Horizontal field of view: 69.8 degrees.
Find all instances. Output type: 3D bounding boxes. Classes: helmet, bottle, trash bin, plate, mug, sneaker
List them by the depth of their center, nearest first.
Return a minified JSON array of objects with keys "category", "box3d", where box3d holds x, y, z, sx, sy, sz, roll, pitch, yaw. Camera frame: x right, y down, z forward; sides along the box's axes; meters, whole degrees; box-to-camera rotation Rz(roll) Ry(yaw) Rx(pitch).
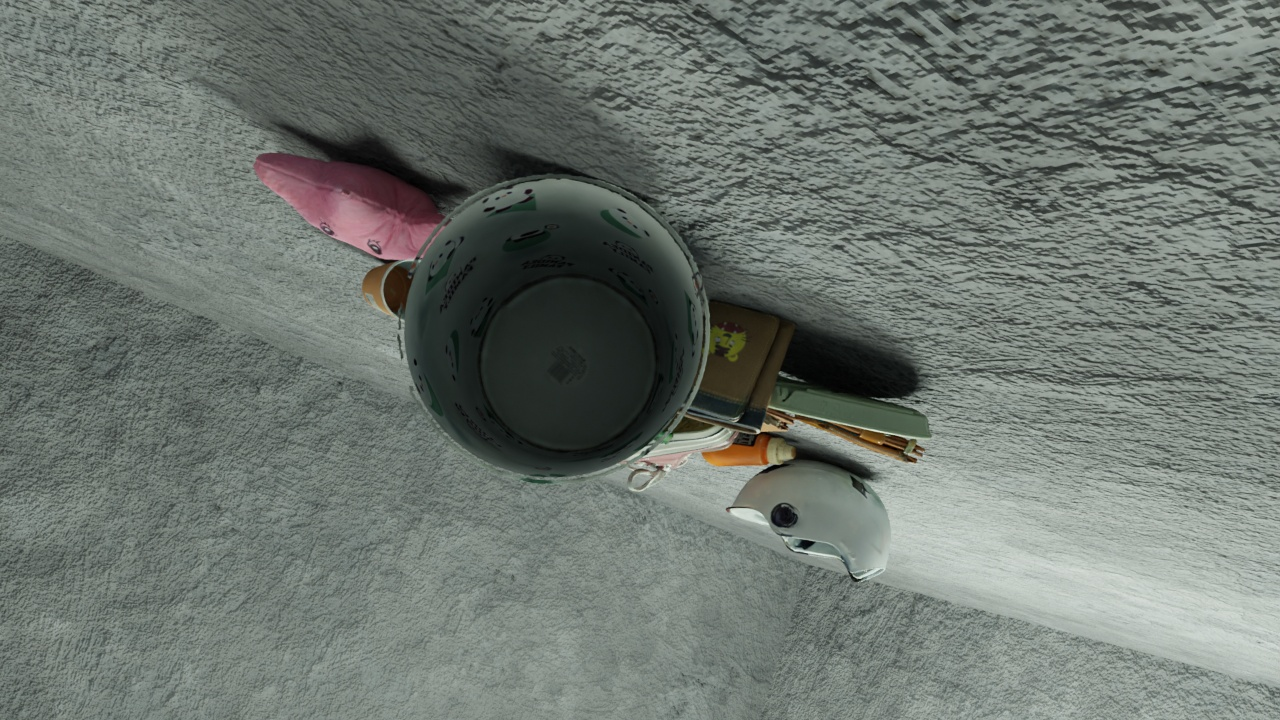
[{"category":"trash bin","box3d":[-0.066,-0.012,0.792,0.229,0.229,0.252,20,174,1]},{"category":"plate","box3d":[0.178,0.040,0.922,0.230,0.027,0.230,13,-178,-1]},{"category":"mug","box3d":[-0.304,-0.089,1.148,0.078,0.078,0.123,27,170,-31]},{"category":"sneaker","box3d":[0.017,0.109,1.163,0.241,0.118,0.088,-10,124,26]},{"category":"bottle","box3d":[0.167,0.134,1.405,0.150,0.066,0.066,3,160,33]},{"category":"helmet","box3d":[0.280,0.234,1.451,0.259,0.145,0.229,23,169,26]}]

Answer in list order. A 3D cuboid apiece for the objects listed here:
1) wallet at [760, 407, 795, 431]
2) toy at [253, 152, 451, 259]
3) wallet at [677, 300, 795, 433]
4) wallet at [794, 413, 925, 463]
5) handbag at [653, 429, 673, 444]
[{"category":"wallet","box3d":[0.125,0.063,1.217,0.131,0.031,0.108,21,168,-20]},{"category":"toy","box3d":[-0.253,-0.140,0.827,0.194,0.074,0.178,20,176,-3]},{"category":"wallet","box3d":[0.084,0.005,0.836,0.090,0.115,0.033,15,155,20]},{"category":"wallet","box3d":[0.255,0.086,1.071,0.130,0.035,0.119,21,177,-5]},{"category":"handbag","box3d":[0.000,0.021,1.009,0.120,0.131,0.068,19,180,-15]}]
